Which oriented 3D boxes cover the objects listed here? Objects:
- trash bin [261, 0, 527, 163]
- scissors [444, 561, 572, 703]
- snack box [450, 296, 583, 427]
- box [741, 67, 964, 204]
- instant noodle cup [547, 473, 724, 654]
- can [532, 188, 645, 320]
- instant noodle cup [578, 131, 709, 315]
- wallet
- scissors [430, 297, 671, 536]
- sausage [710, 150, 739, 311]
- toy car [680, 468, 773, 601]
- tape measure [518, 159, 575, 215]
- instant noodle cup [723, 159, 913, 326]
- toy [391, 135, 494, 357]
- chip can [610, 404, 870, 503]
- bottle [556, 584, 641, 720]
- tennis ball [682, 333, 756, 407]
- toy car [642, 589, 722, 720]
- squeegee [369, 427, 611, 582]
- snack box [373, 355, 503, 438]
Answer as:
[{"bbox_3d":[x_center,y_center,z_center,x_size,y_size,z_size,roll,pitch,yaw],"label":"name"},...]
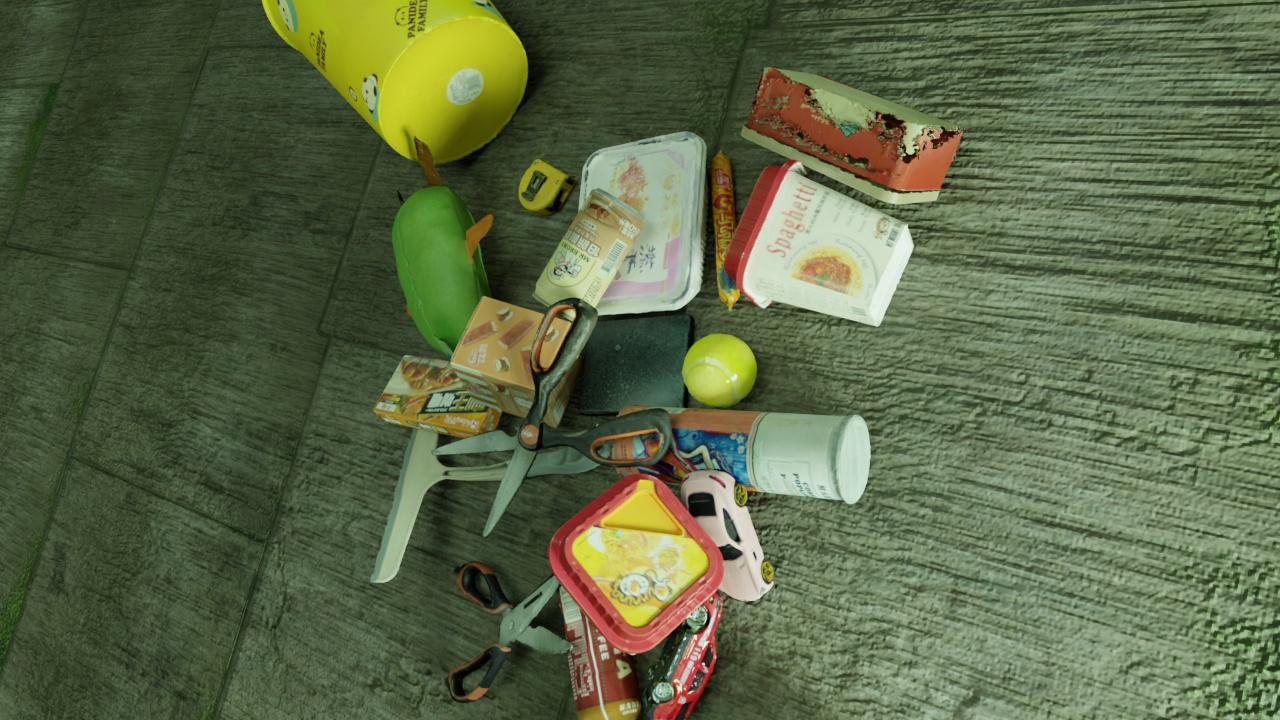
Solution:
[{"bbox_3d":[-0.272,-0.375,1.046,0.230,0.229,0.255,-46,63,13],"label":"trash bin"},{"bbox_3d":[-0.133,0.255,0.872,0.227,0.015,0.189,25,99,52],"label":"scissors"},{"bbox_3d":[-0.116,0.002,0.887,0.094,0.093,0.077,17,67,12],"label":"snack box"},{"bbox_3d":[0.177,-0.200,0.771,0.168,0.091,0.080,34,122,34],"label":"box"},{"bbox_3d":[-0.011,0.173,0.754,0.115,0.124,0.116,-36,78,-24],"label":"instant noodle cup"},{"bbox_3d":[-0.047,-0.096,0.845,0.058,0.058,0.116,35,97,34],"label":"can"},{"bbox_3d":[0.008,-0.123,0.889,0.138,0.060,0.173,-3,77,32],"label":"instant noodle cup"},{"bbox_3d":[-0.005,0.005,0.888,0.121,0.019,0.097,-3,75,30],"label":"wallet"},{"bbox_3d":[-0.078,0.053,0.801,0.234,0.021,0.221,8,87,18],"label":"scissors"},{"bbox_3d":[0.080,-0.124,0.866,0.021,0.021,0.165,-12,71,29],"label":"sausage"},{"bbox_3d":[0.069,0.146,0.759,0.056,0.037,0.122,-10,105,42],"label":"toy car"},{"bbox_3d":[-0.107,-0.188,0.998,0.060,0.029,0.057,35,97,34],"label":"tape measure"},{"bbox_3d":[0.152,-0.089,0.764,0.124,0.116,0.116,25,91,22],"label":"instant noodle cup"},{"bbox_3d":[-0.217,-0.107,1.003,0.228,0.089,0.246,-36,68,52],"label":"toy"},{"bbox_3d":[0.080,0.075,0.782,0.215,0.071,0.071,2,78,33],"label":"chip can"},{"bbox_3d":[-0.036,0.262,0.812,0.058,0.057,0.174,-23,66,25],"label":"bottle"},{"bbox_3d":[0.070,0.009,0.809,0.066,0.065,0.065,-9,72,30],"label":"tennis ball"},{"bbox_3d":[0.039,0.246,0.773,0.045,0.053,0.120,21,92,-7],"label":"toy car"},{"bbox_3d":[-0.134,0.107,0.930,0.247,0.039,0.245,-9,54,24],"label":"squeegee"},{"bbox_3d":[-0.208,0.038,0.974,0.154,0.026,0.075,8,62,32],"label":"snack box"}]
